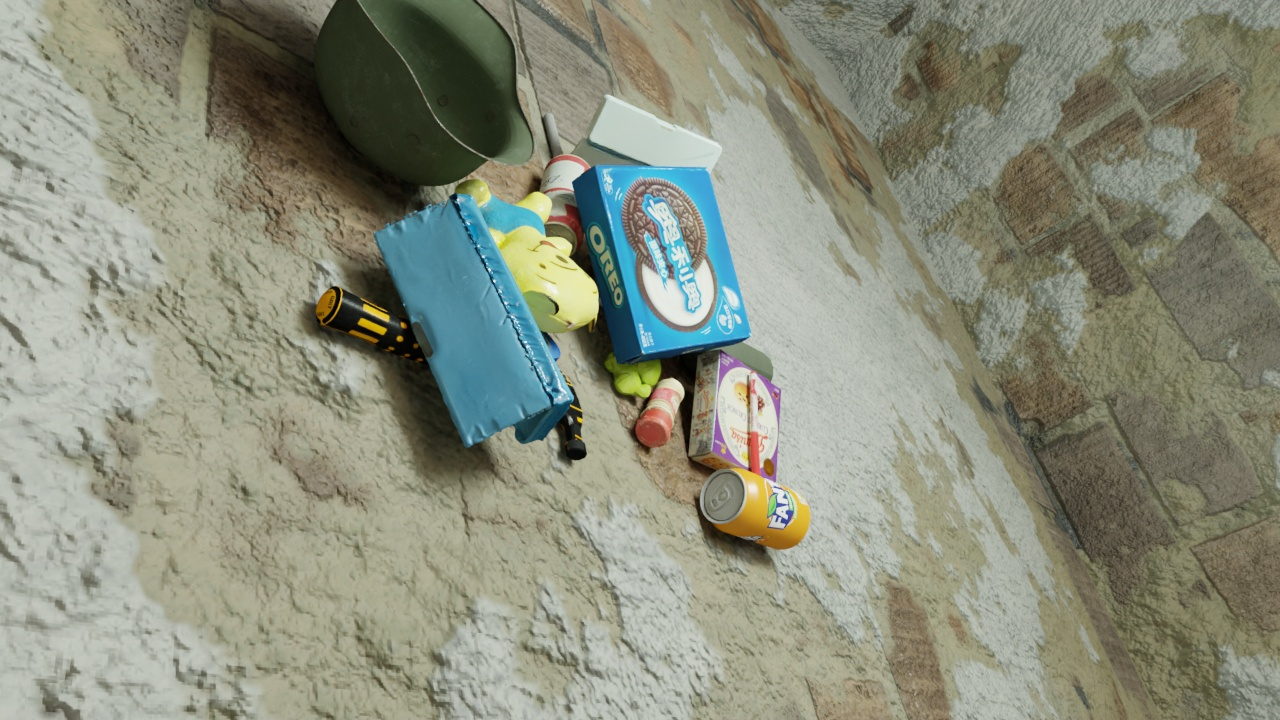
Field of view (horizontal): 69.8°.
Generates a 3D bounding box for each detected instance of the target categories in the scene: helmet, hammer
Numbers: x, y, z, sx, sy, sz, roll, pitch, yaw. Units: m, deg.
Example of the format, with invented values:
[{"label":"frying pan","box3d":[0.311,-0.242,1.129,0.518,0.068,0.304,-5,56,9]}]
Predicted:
[{"label":"helmet","box3d":[-0.234,-0.278,0.951,0.268,0.154,0.226,48,30,-4]},{"label":"hammer","box3d":[-0.169,0.002,0.889,0.320,0.036,0.123,29,34,-44]}]

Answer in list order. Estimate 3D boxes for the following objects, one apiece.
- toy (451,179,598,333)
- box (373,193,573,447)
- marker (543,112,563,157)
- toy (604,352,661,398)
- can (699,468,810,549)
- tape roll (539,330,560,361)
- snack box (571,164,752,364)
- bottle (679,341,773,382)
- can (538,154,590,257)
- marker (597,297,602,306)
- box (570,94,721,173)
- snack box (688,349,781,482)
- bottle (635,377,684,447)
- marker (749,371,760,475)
[{"label":"toy","box3d":[-0.123,-0.104,0.991,0.148,0.084,0.214,4,43,-49]},{"label":"box","box3d":[-0.162,-0.031,0.836,0.102,0.094,0.231,-16,71,-33]},{"label":"marker","box3d":[-0.119,-0.300,1.306,0.016,0.016,0.140,23,42,-46]},{"label":"toy","box3d":[-0.007,0.007,1.139,0.093,0.036,0.094,1,58,-48]},{"label":"can","box3d":[0.143,0.184,1.137,0.142,0.079,0.079,26,40,-43]},{"label":"tape roll","box3d":[-0.127,-0.028,0.968,0.091,0.016,0.093,22,22,-52]},{"label":"snack box","box3d":[0.030,-0.124,1.149,0.195,0.056,0.238,-10,83,-41]},{"label":"bottle","box3d":[0.104,-0.006,1.287,0.206,0.072,0.071,23,42,-46]},{"label":"can","box3d":[-0.100,-0.197,1.173,0.067,0.067,0.169,40,32,-27]},{"label":"marker","box3d":[-0.040,-0.070,1.193,0.152,0.011,0.011,22,43,-46]},{"label":"box","box3d":[0.005,-0.289,1.314,0.197,0.137,0.049,17,44,-28]},{"label":"snack box","box3d":[0.128,0.080,1.219,0.143,0.041,0.147,30,56,-40]},{"label":"bottle","box3d":[0.025,0.062,1.120,0.044,0.044,0.108,49,28,-13]},{"label":"marker","box3d":[0.150,0.082,1.200,0.012,0.013,0.142,22,62,-47]}]
